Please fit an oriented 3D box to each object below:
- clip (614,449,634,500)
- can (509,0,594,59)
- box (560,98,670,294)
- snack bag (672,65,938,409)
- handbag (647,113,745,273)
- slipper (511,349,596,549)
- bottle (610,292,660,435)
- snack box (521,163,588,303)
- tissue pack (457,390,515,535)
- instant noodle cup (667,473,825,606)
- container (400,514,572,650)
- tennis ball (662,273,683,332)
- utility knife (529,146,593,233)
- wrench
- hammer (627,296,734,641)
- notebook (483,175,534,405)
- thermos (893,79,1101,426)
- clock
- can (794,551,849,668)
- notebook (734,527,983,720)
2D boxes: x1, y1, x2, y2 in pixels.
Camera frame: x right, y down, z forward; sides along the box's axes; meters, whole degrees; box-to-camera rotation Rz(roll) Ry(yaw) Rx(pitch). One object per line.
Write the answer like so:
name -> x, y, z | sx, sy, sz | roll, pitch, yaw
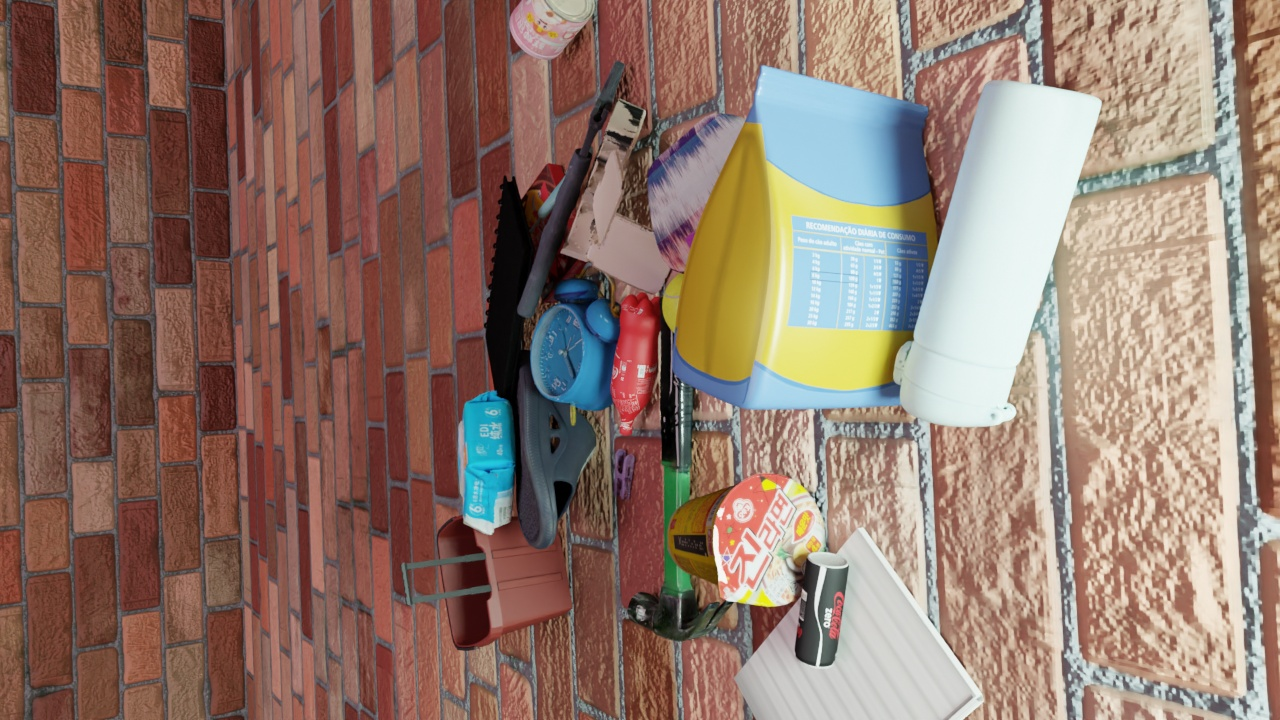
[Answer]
clip -> -0.017, 0.118, 0.939 | 0.036, 0.013, 0.052 | 19, 109, 55
can -> -0.096, -0.371, 0.987 | 0.076, 0.067, 0.067 | -28, 69, 52
box -> -0.012, -0.145, 0.875 | 0.186, 0.101, 0.145 | -100, 28, -48
snack bag -> 0.118, -0.076, 0.609 | 0.102, 0.158, 0.205 | 26, 111, 53
handbag -> 0.078, -0.103, 0.728 | 0.145, 0.068, 0.169 | -36, 60, 29
slipper -> -0.096, 0.094, 1.008 | 0.267, 0.083, 0.111 | -105, 22, -47
bottle -> -0.005, 0.005, 0.890 | 0.042, 0.041, 0.142 | 31, 118, 51
snack box -> -0.100, -0.144, 1.040 | 0.090, 0.021, 0.132 | -43, 57, 44
tissue pack -> -0.171, 0.110, 1.012 | 0.144, 0.061, 0.093 | -103, 18, -53
instant noodle cup -> 0.077, 0.143, 0.745 | 0.113, 0.100, 0.100 | 160, 106, -65
container -> -0.189, 0.246, 1.027 | 0.127, 0.200, 0.148 | -34, 63, 50
tennis ball -> 0.051, -0.047, 0.787 | 0.065, 0.065, 0.065 | 3, 94, 55
utility knife -> -0.098, -0.174, 1.005 | 0.159, 0.015, 0.022 | -44, 34, 37
wrench -> -0.071, -0.172, 0.925 | 0.073, 0.022, 0.273 | -129, 60, -81
hammer -> 0.035, 0.100, 0.849 | 0.130, 0.032, 0.318 | 1, 92, 56
notebook -> -0.155, -0.075, 1.063 | 0.169, 0.019, 0.232 | -110, 27, -48
thermos -> 0.212, -0.059, 0.555 | 0.078, 0.065, 0.207 | 24, 111, 35
clock -> -0.059, -0.023, 0.950 | 0.117, 0.060, 0.162 | 40, 118, 47
can -> 0.136, 0.187, 0.688 | 0.031, 0.031, 0.080 | 18, 105, 54
notebook -> 0.154, 0.250, 0.701 | 0.142, 0.009, 0.210 | 59, 135, 37
